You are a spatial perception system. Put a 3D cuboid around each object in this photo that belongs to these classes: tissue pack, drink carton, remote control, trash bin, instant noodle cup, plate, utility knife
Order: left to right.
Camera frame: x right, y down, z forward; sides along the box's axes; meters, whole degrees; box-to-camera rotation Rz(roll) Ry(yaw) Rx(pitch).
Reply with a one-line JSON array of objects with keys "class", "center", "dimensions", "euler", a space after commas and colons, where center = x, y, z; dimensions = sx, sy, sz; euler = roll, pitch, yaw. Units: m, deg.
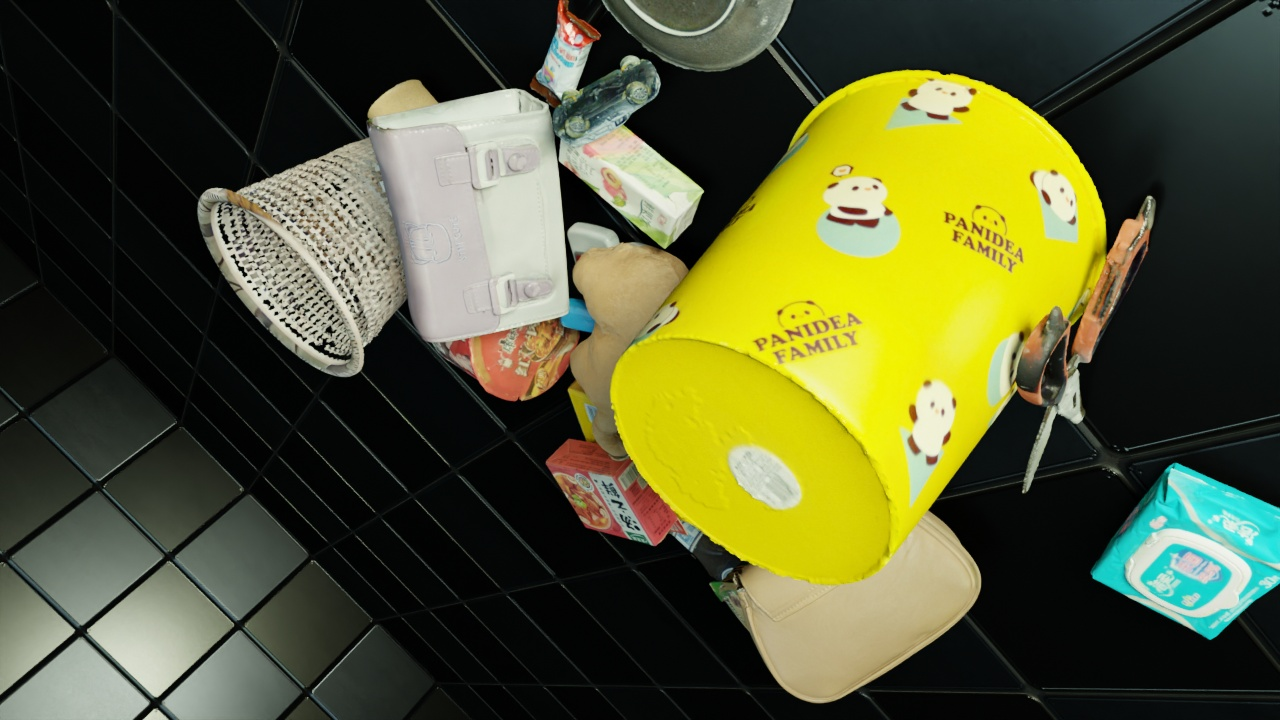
[{"class": "trash bin", "center": [-0.311, -0.127, 0.970], "dimensions": [0.227, 0.191, 0.228], "euler": [28, 144, 22]}, {"class": "instant noodle cup", "center": [-0.152, -0.035, 0.969], "dimensions": [0.109, 0.137, 0.138], "euler": [18, 140, 43]}, {"class": "remote control", "center": [-0.034, -0.072, 0.897], "dimensions": [0.056, 0.020, 0.136], "euler": [19, 140, 34]}, {"class": "drink carton", "center": [-0.008, -0.153, 0.754], "dimensions": [0.122, 0.045, 0.054], "euler": [40, 157, 10]}, {"class": "utility knife", "center": [0.008, -0.031, 0.876], "dimensions": [0.187, 0.018, 0.034], "euler": [12, 133, 21]}, {"class": "plate", "center": [0.022, -0.273, 0.608], "dimensions": [0.179, 0.024, 0.180], "euler": [28, 143, 23]}, {"class": "trash bin", "center": [0.128, -0.018, 0.570], "dimensions": [0.230, 0.254, 0.230], "euler": [28, 143, 23]}, {"class": "tissue pack", "center": [0.391, 0.139, 0.652], "dimensions": [0.093, 0.050, 0.134], "euler": [28, 144, 21]}]

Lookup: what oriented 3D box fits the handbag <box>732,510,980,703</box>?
[{"class": "handbag", "center": [0.190, 0.203, 0.827], "dimensions": [0.148, 0.205, 0.099], "euler": [54, -172, -8]}]

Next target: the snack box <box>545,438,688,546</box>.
[{"class": "snack box", "center": [-0.026, 0.149, 0.984], "dimensions": [0.113, 0.044, 0.127], "euler": [3, 131, 46]}]

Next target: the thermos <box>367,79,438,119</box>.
[{"class": "thermos", "center": [-0.195, -0.191, 0.879], "dimensions": [0.143, 0.092, 0.093], "euler": [54, 146, -3]}]

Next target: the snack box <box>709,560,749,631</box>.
[{"class": "snack box", "center": [0.164, 0.237, 0.955], "dimensions": [0.118, 0.105, 0.118], "euler": [53, 148, -12]}]

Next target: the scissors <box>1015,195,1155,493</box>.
[{"class": "scissors", "center": [0.264, 0.005, 0.566], "dimensions": [0.015, 0.188, 0.227], "euler": [30, 124, 33]}]

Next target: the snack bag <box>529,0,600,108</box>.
[{"class": "snack bag", "center": [-0.060, -0.240, 0.731], "dimensions": [0.045, 0.026, 0.106], "euler": [39, 149, 1]}]

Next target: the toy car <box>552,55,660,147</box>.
[{"class": "toy car", "center": [-0.025, -0.196, 0.702], "dimensions": [0.091, 0.042, 0.034], "euler": [-26, 136, 17]}]

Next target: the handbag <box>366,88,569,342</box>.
[{"class": "handbag", "center": [-0.144, -0.123, 0.802], "dimensions": [0.098, 0.144, 0.197], "euler": [-132, 32, -53]}]

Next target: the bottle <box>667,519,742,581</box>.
[{"class": "bottle", "center": [0.100, 0.230, 1.070], "dimensions": [0.195, 0.043, 0.080], "euler": [35, 146, 14]}]

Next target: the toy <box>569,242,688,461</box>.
[{"class": "toy", "center": [-0.005, 0.005, 0.839], "dimensions": [0.143, 0.082, 0.226], "euler": [22, 118, 38]}]

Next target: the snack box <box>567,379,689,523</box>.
[{"class": "snack box", "center": [0.039, 0.091, 0.956], "dimensions": [0.210, 0.069, 0.158], "euler": [16, 138, 35]}]
